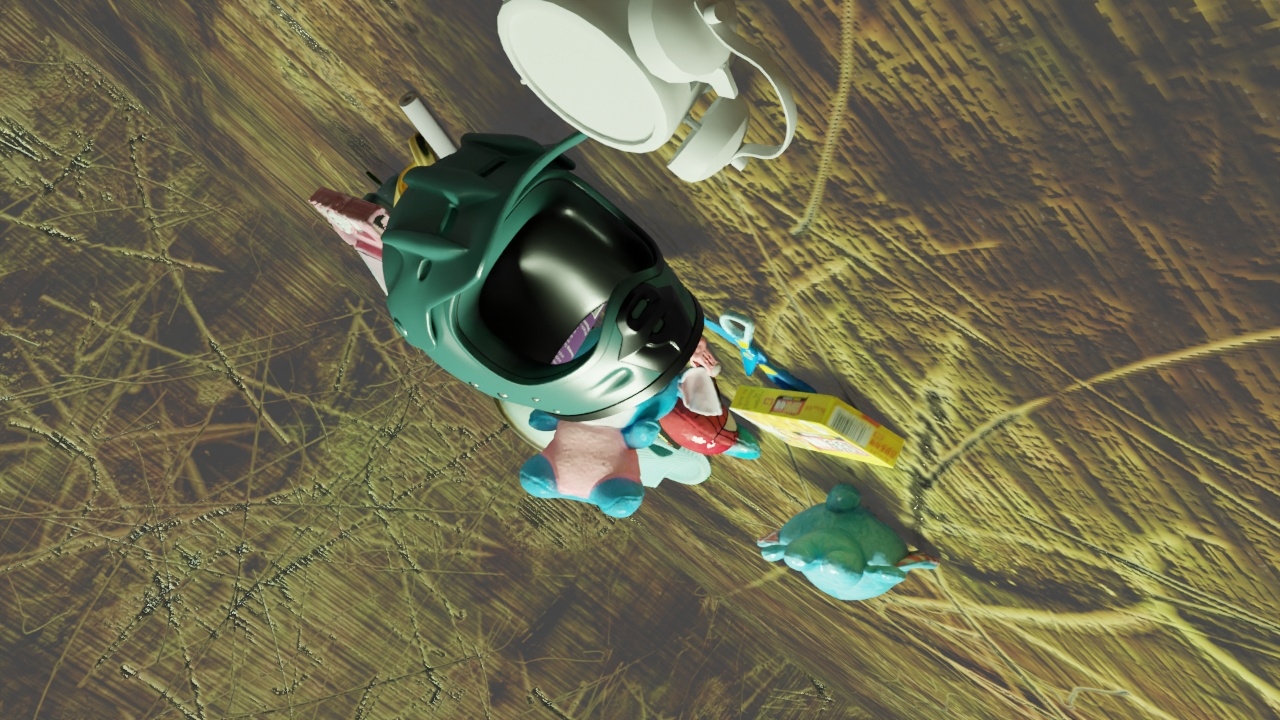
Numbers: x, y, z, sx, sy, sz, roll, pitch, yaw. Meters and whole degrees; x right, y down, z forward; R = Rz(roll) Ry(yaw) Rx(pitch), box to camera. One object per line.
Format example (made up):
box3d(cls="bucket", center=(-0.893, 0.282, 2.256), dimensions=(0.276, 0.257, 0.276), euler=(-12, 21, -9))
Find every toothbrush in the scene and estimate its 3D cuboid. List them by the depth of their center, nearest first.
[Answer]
box3d(cls="toothbrush", center=(-0.164, -0.176, 0.856), dimensions=(0.018, 0.019, 0.188), euler=(50, 177, 40))

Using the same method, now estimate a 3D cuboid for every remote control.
box3d(cls="remote control", center=(-0.002, 0.063, 1.156), dimensions=(0.133, 0.013, 0.058), euler=(43, 175, -8))

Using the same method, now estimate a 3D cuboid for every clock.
box3d(cls="clock", center=(0.004, -0.142, 0.424), dimensions=(0.159, 0.061, 0.120), euler=(28, 164, 22))
box3d(cls="clock", center=(-0.267, -0.159, 1.113), dimensions=(0.118, 0.060, 0.162), euler=(30, 165, 37))

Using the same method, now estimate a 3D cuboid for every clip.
box3d(cls="clip", center=(0.058, -0.002, 0.838), dimensions=(0.045, 0.023, 0.060), euler=(32, 168, 8))

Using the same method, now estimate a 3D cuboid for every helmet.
box3d(cls="helmet", center=(-0.084, -0.068, 0.656), dimensions=(0.200, 0.176, 0.275), euler=(42, 164, -25))

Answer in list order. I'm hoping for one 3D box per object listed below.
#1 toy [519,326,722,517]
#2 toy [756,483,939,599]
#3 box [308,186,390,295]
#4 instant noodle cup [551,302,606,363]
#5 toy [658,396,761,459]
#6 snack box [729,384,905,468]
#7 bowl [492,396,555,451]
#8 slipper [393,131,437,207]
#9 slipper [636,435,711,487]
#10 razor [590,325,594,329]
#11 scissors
box3d(cls="toy", center=(-0.025, 0.058, 0.913), dimensions=(0.224, 0.191, 0.099), euler=(13, 172, 24))
box3d(cls="toy", center=(0.193, 0.178, 0.900), dimensions=(0.184, 0.114, 0.180), euler=(6, 171, 27))
box3d(cls="box", center=(-0.300, -0.124, 1.093), dimensions=(0.233, 0.040, 0.179), euler=(24, 154, 52))
box3d(cls="instant noodle cup", center=(-0.090, -0.046, 0.864), dimensions=(0.122, 0.121, 0.137), euler=(33, 166, 24))
box3d(cls="toy", center=(0.074, 0.070, 0.970), dimensions=(0.132, 0.062, 0.092), euler=(26, -170, -30))
box3d(cls="snack box", center=(0.140, 0.051, 0.751), dimensions=(0.075, 0.025, 0.152), euler=(30, 171, -20))
box3d(cls="bowl", center=(-0.076, 0.027, 1.035), dimensions=(0.160, 0.094, 0.159), euler=(28, -151, -17))
box3d(cls="slipper", center=(-0.207, -0.102, 0.930), dimensions=(0.099, 0.078, 0.264), euler=(56, 162, 36))
box3d(cls="slipper", center=(-0.024, 0.111, 1.227), dimensions=(0.276, 0.069, 0.116), euler=(30, 145, -18))
box3d(cls="razor", center=(-0.039, -0.004, 1.108), dimensions=(0.044, 0.021, 0.144), euler=(29, 162, 38))
box3d(cls="scissors", center=(0.091, -0.006, 0.747), dimensions=(0.125, 0.013, 0.126), euler=(34, 164, 16))
